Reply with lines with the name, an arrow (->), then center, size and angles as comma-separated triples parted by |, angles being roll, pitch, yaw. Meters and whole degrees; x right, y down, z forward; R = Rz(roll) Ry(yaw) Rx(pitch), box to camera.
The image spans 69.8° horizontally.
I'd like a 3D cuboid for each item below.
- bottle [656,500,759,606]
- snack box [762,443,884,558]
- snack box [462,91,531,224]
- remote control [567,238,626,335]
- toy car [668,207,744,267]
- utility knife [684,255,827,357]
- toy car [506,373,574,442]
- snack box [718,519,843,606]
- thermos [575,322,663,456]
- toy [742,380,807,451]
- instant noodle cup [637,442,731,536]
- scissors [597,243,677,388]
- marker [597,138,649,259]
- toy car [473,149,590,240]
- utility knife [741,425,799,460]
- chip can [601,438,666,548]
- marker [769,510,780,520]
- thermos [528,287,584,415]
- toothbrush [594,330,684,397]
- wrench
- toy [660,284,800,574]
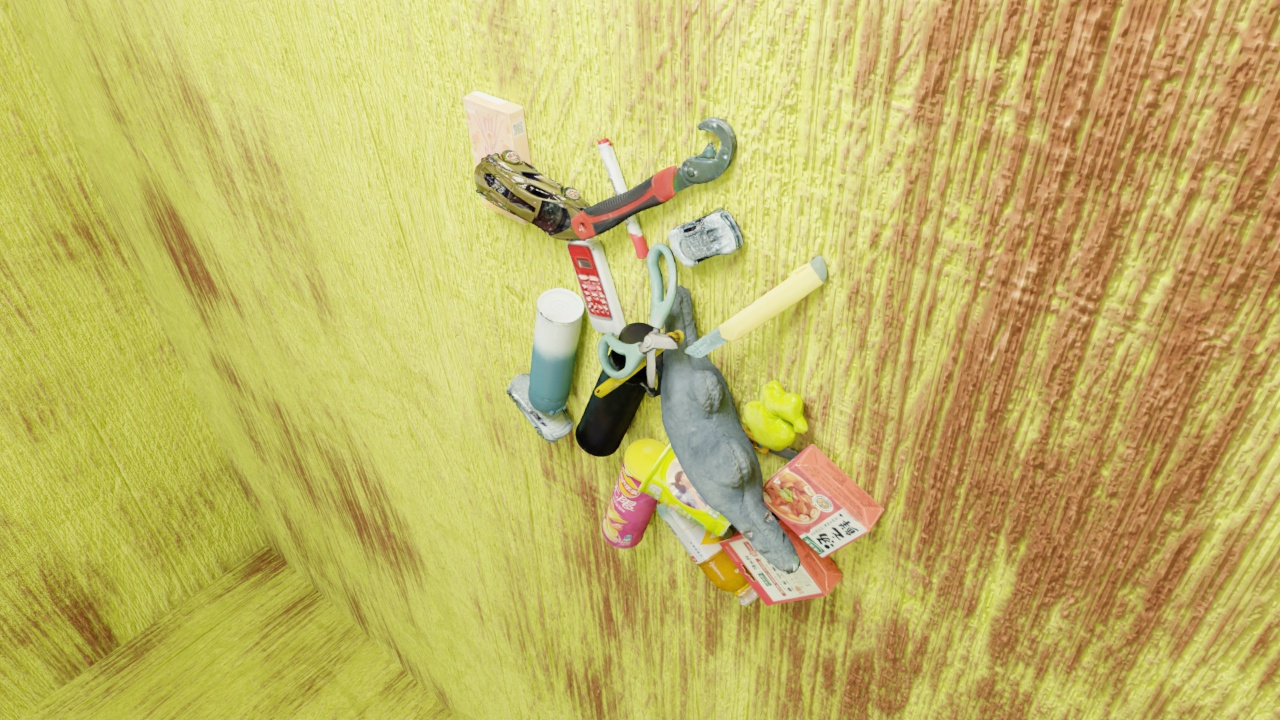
bottle -> 0.099, 0.255, 1.275 | 0.189, 0.067, 0.068 | 53, 146, -2
snack box -> 0.205, 0.173, 1.091 | 0.113, 0.044, 0.127 | 42, 144, 5
snack box -> -0.176, -0.256, 1.169 | 0.084, 0.026, 0.157 | 27, 138, 32
remote control -> -0.056, -0.094, 1.182 | 0.056, 0.020, 0.136 | 13, 129, 42
toy car -> 0.067, -0.131, 0.996 | 0.106, 0.031, 0.049 | -12, 110, 54
utility knife -> 0.120, -0.049, 0.975 | 0.205, 0.021, 0.031 | -35, 96, 34
toy car -> -0.154, 0.071, 1.415 | 0.120, 0.054, 0.037 | 49, 149, 7
snack box -> 0.182, 0.259, 1.203 | 0.113, 0.044, 0.127 | 53, 145, -3
thermos -> -0.025, 0.052, 1.228 | 0.090, 0.068, 0.243 | 60, 150, 22
toy -> 0.157, 0.069, 1.071 | 0.097, 0.031, 0.100 | 35, 138, 39
instant noodle cup -> 0.078, 0.163, 1.191 | 0.123, 0.111, 0.112 | 37, 144, 9
scissors -> -0.003, -0.047, 1.081 | 0.170, 0.019, 0.171 | -14, 72, 55
marker -> -0.019, -0.185, 1.059 | 0.017, 0.017, 0.145 | 7, 126, 46
toy car -> -0.132, -0.200, 1.129 | 0.158, 0.042, 0.070 | 28, 136, 0
utility knife -> 0.126, 0.092, 1.143 | 0.216, 0.015, 0.033 | 21, 137, 36
chip can -> -0.007, 0.200, 1.345 | 0.071, 0.071, 0.211 | 40, 144, 17
marker -> 0.152, 0.201, 1.190 | 0.015, 0.018, 0.124 | 57, 157, -6
thermos -> -0.124, -0.007, 1.301 | 0.070, 0.070, 0.221 | 39, 144, 19
toothbrush -> -0.007, 0.006, 1.110 | 0.191, 0.016, 0.015 | -36, 69, 50
wrench -> 0.008, -0.187, 1.006 | 0.274, 0.016, 0.056 | -23, 105, 49
toy -> 0.089, 0.089, 1.087 | 0.356, 0.091, 0.138 | 67, 156, 11
